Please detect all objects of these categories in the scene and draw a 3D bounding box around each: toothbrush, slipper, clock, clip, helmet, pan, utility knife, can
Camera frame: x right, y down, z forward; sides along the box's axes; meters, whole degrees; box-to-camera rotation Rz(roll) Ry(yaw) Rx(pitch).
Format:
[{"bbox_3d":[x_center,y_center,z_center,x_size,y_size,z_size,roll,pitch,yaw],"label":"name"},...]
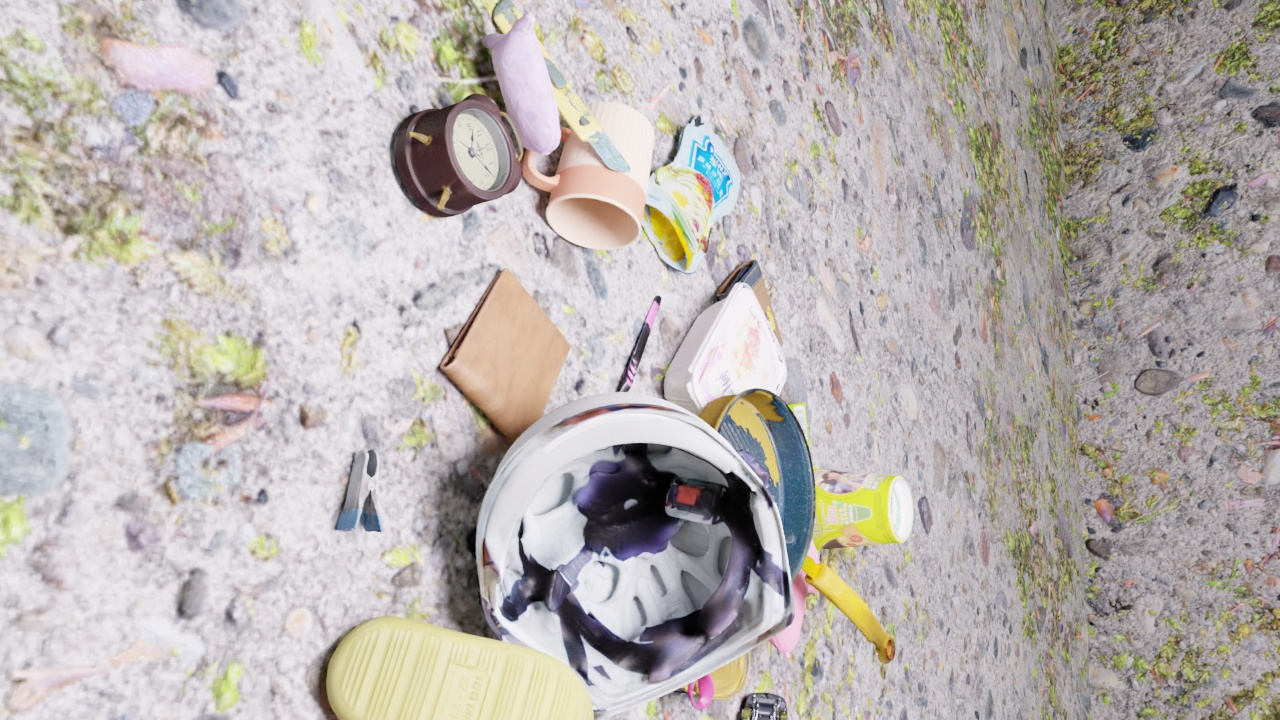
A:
[{"bbox_3d":[-0.005,0.005,0.885,0.014,0.018,0.188,50,46,-34],"label":"toothbrush"},{"bbox_3d":[-0.124,0.233,0.632,0.190,0.082,0.091,27,67,-18],"label":"slipper"},{"bbox_3d":[-0.132,-0.159,0.703,0.121,0.055,0.082,-41,117,-51],"label":"clock"},{"bbox_3d":[-0.186,0.087,0.616,0.045,0.027,0.058,14,69,-45],"label":"clip"},{"bbox_3d":[-0.012,0.128,0.715,0.259,0.229,0.146,59,2,-20],"label":"helmet"},{"bbox_3d":[0.159,0.185,0.918,0.357,0.078,0.197,59,44,-27],"label":"pan"},{"bbox_3d":[-0.069,-0.232,0.781,0.030,0.020,0.188,-34,90,-27],"label":"utility knife"},{"bbox_3d":[0.050,0.284,0.884,0.148,0.049,0.074,32,59,-47],"label":"can"}]

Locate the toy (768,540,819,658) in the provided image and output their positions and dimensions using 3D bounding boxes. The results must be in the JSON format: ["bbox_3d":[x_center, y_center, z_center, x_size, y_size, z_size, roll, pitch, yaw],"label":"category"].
[{"bbox_3d":[0.149,0.233,1.004,0.194,0.075,0.178,12,66,-48],"label":"toy"}]

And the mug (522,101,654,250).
[{"bbox_3d":[-0.047,-0.169,0.814,0.114,0.082,0.105,19,64,-19],"label":"mug"}]

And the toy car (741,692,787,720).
[{"bbox_3d":[0.130,0.416,0.970,0.045,0.053,0.120,73,24,-58],"label":"toy car"}]

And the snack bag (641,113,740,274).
[{"bbox_3d":[0.059,-0.184,0.990,0.110,0.039,0.190,51,45,-21],"label":"snack bag"}]

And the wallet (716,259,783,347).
[{"bbox_3d":[0.129,-0.048,1.068,0.090,0.033,0.115,-49,126,-47],"label":"wallet"}]

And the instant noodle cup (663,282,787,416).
[{"bbox_3d":[0.087,0.017,0.973,0.138,0.060,0.173,60,43,-29],"label":"instant noodle cup"}]

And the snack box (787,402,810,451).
[{"bbox_3d":[0.154,0.097,1.080,0.156,0.026,0.085,-4,88,-55],"label":"snack box"}]

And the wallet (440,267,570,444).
[{"bbox_3d":[-0.105,-0.003,0.747,0.101,0.020,0.115,54,42,-33],"label":"wallet"}]

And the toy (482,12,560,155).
[{"bbox_3d":[-0.095,-0.220,0.750,0.038,0.084,0.108,-28,111,-28],"label":"toy"}]

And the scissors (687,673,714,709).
[{"bbox_3d":[0.055,0.255,0.837,0.133,0.017,0.130,37,60,-46],"label":"scissors"}]

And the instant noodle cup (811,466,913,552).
[{"bbox_3d":[0.266,0.184,1.137,0.111,0.124,0.111,12,75,-53],"label":"instant noodle cup"}]
